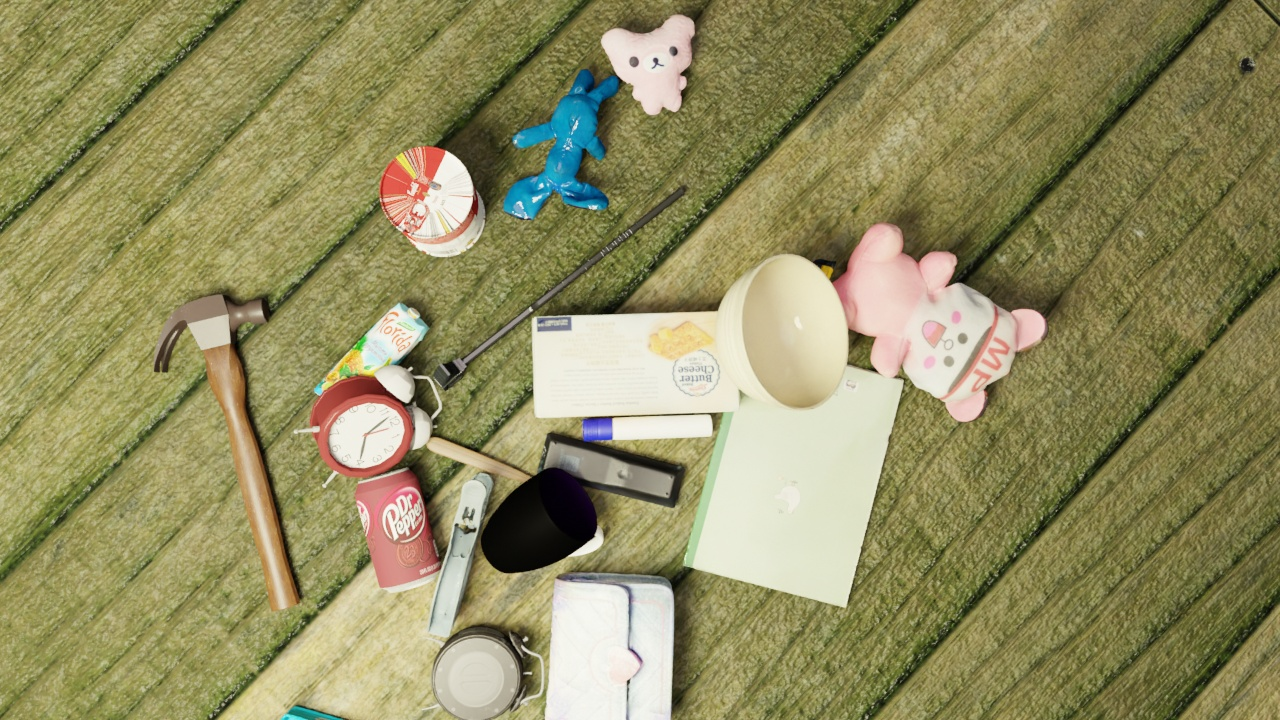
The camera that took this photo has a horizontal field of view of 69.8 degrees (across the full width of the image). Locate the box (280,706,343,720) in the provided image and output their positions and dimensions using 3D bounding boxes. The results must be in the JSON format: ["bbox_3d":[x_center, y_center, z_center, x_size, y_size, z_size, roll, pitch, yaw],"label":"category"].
[{"bbox_3d":[-0.273,0.466,0.913,0.227,0.056,0.185,18,77,-3],"label":"box"}]

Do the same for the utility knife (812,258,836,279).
[{"bbox_3d":[0.161,-0.038,0.967,0.017,0.030,0.162,32,82,-37],"label":"utility knife"}]

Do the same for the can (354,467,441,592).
[{"bbox_3d":[-0.243,0.169,0.919,0.063,0.063,0.114,-15,89,-5],"label":"can"}]

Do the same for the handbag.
[{"bbox_3d":[-0.030,0.299,0.930,0.126,0.069,0.158,3,91,-2],"label":"handbag"}]

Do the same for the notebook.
[{"bbox_3d":[0.164,0.118,0.976,0.182,0.010,0.252,15,87,-3],"label":"notebook"}]

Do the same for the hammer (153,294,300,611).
[{"bbox_3d":[-0.401,0.094,0.928,0.115,0.033,0.323,-15,90,-6],"label":"hammer"}]

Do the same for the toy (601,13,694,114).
[{"bbox_3d":[0.015,-0.306,0.958,0.099,0.053,0.096,-13,100,-5],"label":"toy"}]

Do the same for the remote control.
[{"bbox_3d":[-0.030,0.115,0.956,0.150,0.022,0.047,14,88,-3],"label":"remote control"}]

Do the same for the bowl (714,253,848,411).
[{"bbox_3d":[0.126,-0.023,0.897,0.150,0.075,0.150,7,78,-37],"label":"bowl"}]

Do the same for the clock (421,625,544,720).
[{"bbox_3d":[-0.159,0.316,0.930,0.123,0.044,0.091,0,89,-5],"label":"clock"}]

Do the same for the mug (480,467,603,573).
[{"bbox_3d":[-0.096,0.174,0.925,0.100,0.084,0.119,-36,133,24],"label":"mug"}]

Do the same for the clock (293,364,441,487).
[{"bbox_3d":[-0.265,0.061,0.908,0.137,0.048,0.096,-26,124,-17],"label":"clock"}]

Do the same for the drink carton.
[{"bbox_3d":[-0.272,-0.003,0.934,0.044,0.038,0.129,43,87,-2],"label":"drink carton"}]

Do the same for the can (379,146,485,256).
[{"bbox_3d":[-0.202,-0.154,0.905,0.086,0.116,0.086,0,88,-4],"label":"can"}]

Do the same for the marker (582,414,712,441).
[{"bbox_3d":[0.007,0.070,0.959,0.133,0.027,0.023,-2,88,-6],"label":"marker"}]

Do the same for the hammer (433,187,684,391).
[{"bbox_3d":[-0.079,-0.079,0.938,0.324,0.095,0.015,-40,90,-11],"label":"hammer"}]

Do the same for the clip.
[{"bbox_3d":[-0.182,0.192,0.934,0.028,0.107,0.163,16,92,-5],"label":"clip"}]

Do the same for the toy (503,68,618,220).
[{"bbox_3d":[-0.066,-0.220,0.943,0.113,0.071,0.176,21,87,8],"label":"toy"}]

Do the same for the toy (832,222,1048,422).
[{"bbox_3d":[0.298,-0.040,0.953,0.213,0.084,0.142,32,98,1],"label":"toy"}]

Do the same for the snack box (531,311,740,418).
[{"bbox_3d":[-0.006,0.005,0.941,0.208,0.057,0.104,-2,84,-4],"label":"snack box"}]

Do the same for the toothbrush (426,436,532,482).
[{"bbox_3d":[-0.143,0.114,0.952,0.167,0.016,0.016,21,86,-3],"label":"toothbrush"}]
